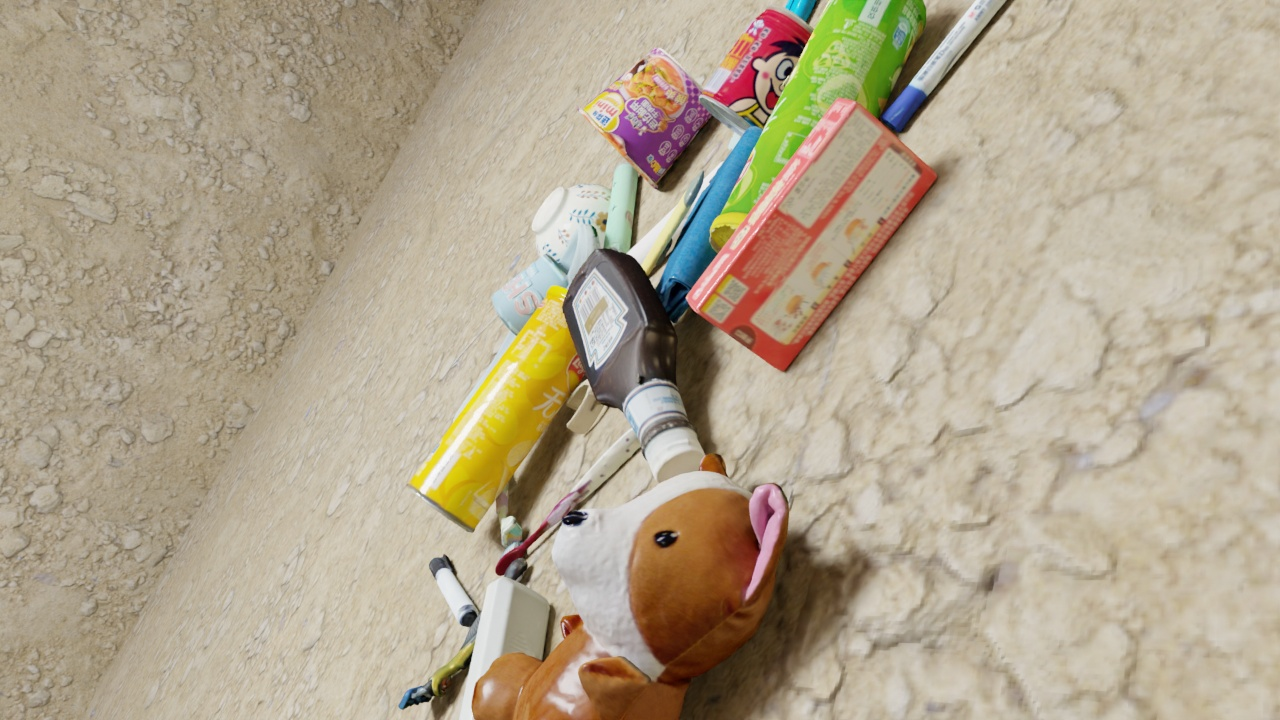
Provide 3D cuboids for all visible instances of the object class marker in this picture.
[{"bbox_3d":[-0.161,0.196,0.788,0.022,0.018,0.131,-51,24,-10],"label":"marker"},{"bbox_3d":[0.210,-0.212,0.594,0.146,0.017,0.017,-52,25,12],"label":"marker"}]

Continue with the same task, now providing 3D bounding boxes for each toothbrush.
[{"bbox_3d":[-0.022,-0.123,0.896,0.027,0.026,0.224,-21,39,24],"label":"toothbrush"},{"bbox_3d":[-0.055,0.107,0.703,0.188,0.016,0.017,-46,17,23],"label":"toothbrush"},{"bbox_3d":[-0.123,0.105,0.825,0.189,0.020,0.029,-115,29,-63],"label":"toothbrush"},{"bbox_3d":[0.058,-0.139,0.772,0.222,0.026,0.026,-40,-9,31],"label":"toothbrush"}]

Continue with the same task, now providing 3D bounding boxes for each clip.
[{"bbox_3d":[-0.026,0.019,0.733,0.104,0.034,0.080,-56,24,13],"label":"clip"}]

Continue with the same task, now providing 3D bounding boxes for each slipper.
[{"bbox_3d":[-0.121,-0.035,0.905,0.245,0.074,0.104,-54,14,9],"label":"slipper"}]

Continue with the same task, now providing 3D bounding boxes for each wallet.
[{"bbox_3d":[0.053,-0.097,0.685,0.133,0.040,0.106,-62,1,-13],"label":"wallet"}]

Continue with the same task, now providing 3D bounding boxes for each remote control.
[{"bbox_3d":[-0.088,0.205,0.608,0.024,0.049,0.124,-35,33,34],"label":"remote control"}]

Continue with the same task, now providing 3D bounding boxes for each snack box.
[{"bbox_3d":[0.103,-0.074,0.557,0.153,0.075,0.025,-53,24,10],"label":"snack box"}]

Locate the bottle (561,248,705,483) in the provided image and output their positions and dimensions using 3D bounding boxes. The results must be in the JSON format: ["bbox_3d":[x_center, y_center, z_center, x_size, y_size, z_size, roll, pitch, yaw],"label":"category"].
[{"bbox_3d":[-0.004,0.004,0.644,0.080,0.044,0.194,-56,39,30],"label":"bottle"}]

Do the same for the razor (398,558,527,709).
[{"bbox_3d":[-0.129,0.213,0.708,0.142,0.022,0.042,-54,-19,0],"label":"razor"}]

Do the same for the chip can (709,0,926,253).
[{"bbox_3d":[0.124,-0.163,0.626,0.073,0.072,0.221,4,64,62],"label":"chip can"}]

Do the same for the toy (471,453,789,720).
[{"bbox_3d":[-0.005,0.133,0.471,0.199,0.130,0.140,-48,19,-3],"label":"toy"}]

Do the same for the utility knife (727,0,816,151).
[{"bbox_3d":[0.121,-0.271,0.824,0.034,0.018,0.206,-1,61,60],"label":"utility knife"}]

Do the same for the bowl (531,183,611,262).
[{"bbox_3d":[-0.075,-0.146,0.980,0.114,0.062,0.113,-41,29,28],"label":"bowl"}]

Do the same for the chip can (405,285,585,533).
[{"bbox_3d":[-0.108,0.040,0.782,0.213,0.072,0.072,-55,24,-11],"label":"chip can"}]

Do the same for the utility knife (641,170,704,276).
[{"bbox_3d":[0.011,-0.087,0.741,0.030,0.020,0.195,-63,9,-32],"label":"utility knife"}]

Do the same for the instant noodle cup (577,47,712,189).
[{"bbox_3d":[0.011,-0.238,0.890,0.099,0.111,0.111,-43,27,8],"label":"instant noodle cup"}]

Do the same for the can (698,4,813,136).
[{"bbox_3d":[0.101,-0.236,0.759,0.094,0.066,0.066,-54,25,6],"label":"can"}]
